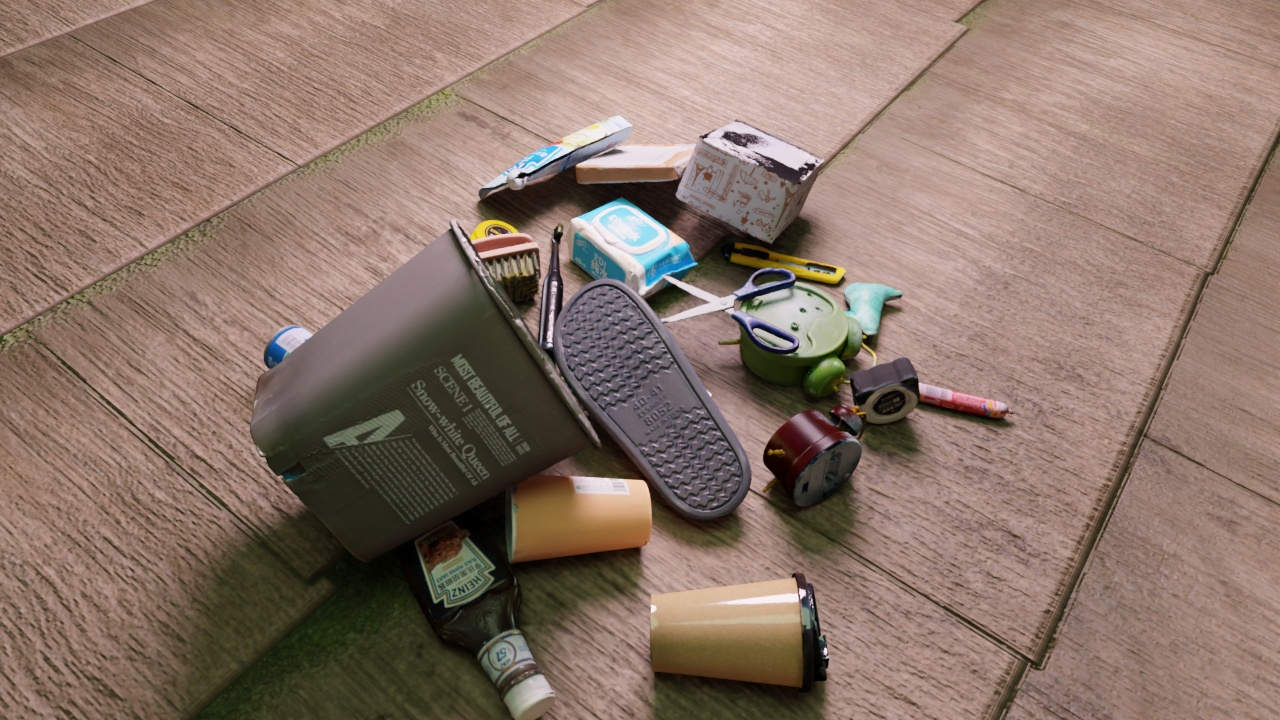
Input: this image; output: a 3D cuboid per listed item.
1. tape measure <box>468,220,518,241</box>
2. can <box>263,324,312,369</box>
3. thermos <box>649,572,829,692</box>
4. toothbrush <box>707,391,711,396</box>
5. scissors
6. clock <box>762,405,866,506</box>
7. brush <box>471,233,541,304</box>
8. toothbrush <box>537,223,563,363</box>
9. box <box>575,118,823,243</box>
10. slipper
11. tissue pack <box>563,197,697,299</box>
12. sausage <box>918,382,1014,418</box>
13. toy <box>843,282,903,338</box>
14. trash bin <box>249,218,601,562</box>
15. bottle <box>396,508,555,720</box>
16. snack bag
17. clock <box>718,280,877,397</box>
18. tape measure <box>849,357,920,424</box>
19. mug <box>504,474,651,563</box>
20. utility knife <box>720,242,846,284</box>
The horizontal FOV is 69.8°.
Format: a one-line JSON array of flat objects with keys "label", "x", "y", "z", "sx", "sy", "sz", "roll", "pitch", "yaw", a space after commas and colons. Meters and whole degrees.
[{"label": "tape measure", "x": -0.169, "y": -0.136, "z": 1.074, "sx": 0.060, "sy": 0.029, "sz": 0.057, "roll": 28, "pitch": 45, "yaw": -4}, {"label": "can", "x": -0.306, "y": 0.018, "z": 0.904, "sx": 0.134, "sy": 0.053, "sz": 0.053, "roll": 31, "pitch": 52, "yaw": 21}, {"label": "thermos", "x": 0.080, "y": 0.219, "z": 0.739, "sx": 0.143, "sy": 0.093, "sz": 0.092, "roll": -2, "pitch": 47, "yaw": 4}, {"label": "toothbrush", "x": -0.006, "y": 0.006, "z": 0.969, "sx": 0.180, "sy": 0.016, "sz": 0.016, "roll": 25, "pitch": 45, "yaw": 17}, {"label": "scissors", "x": 0.101, "y": -0.057, "z": 0.963, "sx": 0.175, "sy": 0.012, "sz": 0.162, "roll": -26, "pitch": 55, "yaw": -25}, {"label": "clock", "x": 0.171, "y": 0.086, "z": 0.869, "sx": 0.121, "sy": 0.082, "sz": 0.055, "roll": -25, "pitch": 48, "yaw": -22}, {"label": "brush", "x": -0.183, "y": -0.098, "z": 1.014, "sx": 0.145, "sy": 0.063, "sz": 0.073, "roll": -12, "pitch": 63, "yaw": -9}, {"label": "toothbrush", "x": -0.098, "y": -0.082, "z": 1.034, "sx": 0.026, "sy": 0.027, "sz": 0.212, "roll": 17, "pitch": 45, "yaw": -18}, {"label": "box", "x": 0.073, "y": -0.233, "z": 1.113, "sx": 0.272, "sy": 0.107, "sz": 0.177, "roll": 16, "pitch": 26, "yaw": 16}, {"label": "slipper", "x": 0.008, "y": 0.044, "z": 0.901, "sx": 0.110, "sy": 0.083, "sz": 0.268, "roll": -35, "pitch": 73, "yaw": -4}, {"label": "tissue pack", "x": -0.013, "y": -0.129, "z": 1.060, "sx": 0.089, "sy": 0.063, "sz": 0.140, "roll": -31, "pitch": 57, "yaw": -31}, {"label": "sausage", "x": 0.316, "y": 0.038, "z": 0.969, "sx": 0.156, "sy": 0.020, "sz": 0.020, "roll": 14, "pitch": 48, "yaw": 7}, {"label": "toy", "x": 0.248, "y": -0.059, "z": 1.045, "sx": 0.096, "sy": 0.030, "sz": 0.091, "roll": 9, "pitch": 45, "yaw": 11}, {"label": "trash bin", "x": -0.182, "y": 0.031, "z": 0.768, "sx": 0.219, "sy": 0.199, "sz": 0.198, "roll": -34, "pitch": 28, "yaw": -4}, {"label": "bottle", "x": -0.133, "y": 0.206, "z": 0.756, "sx": 0.079, "sy": 0.044, "sz": 0.195, "roll": -27, "pitch": 56, "yaw": -19}, {"label": "snack bag", "x": -0.106, "y": -0.250, "z": 1.138, "sx": 0.190, "sy": 0.039, "sz": 0.110, "roll": -31, "pitch": 25, "yaw": -23}, {"label": "clock", "x": 0.175, "y": -0.021, "z": 0.984, "sx": 0.161, "sy": 0.056, "sz": 0.115, "roll": 25, "pitch": 51, "yaw": 17}, {"label": "tape measure", "x": 0.249, "y": 0.033, "z": 0.935, "sx": 0.066, "sy": 0.066, "sz": 0.033, "roll": -15, "pitch": 47, "yaw": 6}, {"label": "mug", "x": -0.055, "y": 0.136, "z": 0.809, "sx": 0.122, "sy": 0.078, "sz": 0.078, "roll": -1, "pitch": 48, "yaw": -13}, {"label": "utility knife", "x": 0.170, "y": -0.119, "z": 1.100, "sx": 0.154, "sy": 0.015, "sz": 0.033, "roll": 13, "pitch": 50, "yaw": 6}]
